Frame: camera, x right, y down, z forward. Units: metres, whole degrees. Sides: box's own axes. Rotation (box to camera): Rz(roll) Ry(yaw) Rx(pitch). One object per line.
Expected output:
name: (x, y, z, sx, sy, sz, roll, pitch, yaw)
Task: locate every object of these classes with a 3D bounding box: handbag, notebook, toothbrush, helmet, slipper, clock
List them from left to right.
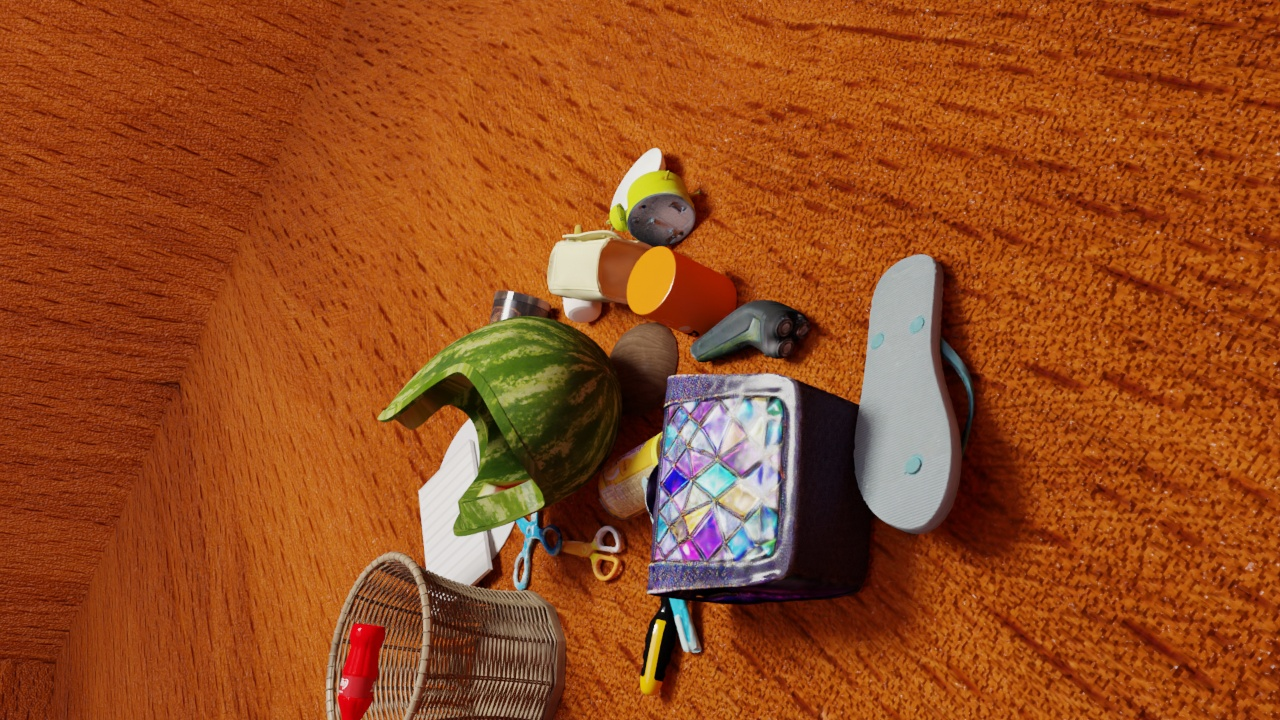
notebook: (-0.264, 0.235, 1.290, 0.143, 0.009, 0.209, -43, 45, 29)
helmet: (-0.135, 0.060, 1.035, 0.248, 0.213, 0.242, -23, 13, 29)
handbag: (-0.039, -0.110, 1.117, 0.119, 0.111, 0.081, 9, 92, 53)
clock: (0.013, -0.175, 1.106, 0.119, 0.083, 0.057, -38, 42, 30)
toothbrush: (0.030, 0.243, 0.942, 0.031, 0.031, 0.196, 8, 74, 20)
handbag: (0.089, 0.118, 0.843, 0.223, 0.125, 0.204, -11, 67, 46)
slipper: (0.233, 0.030, 0.782, 0.098, 0.054, 0.268, -30, 41, 43)

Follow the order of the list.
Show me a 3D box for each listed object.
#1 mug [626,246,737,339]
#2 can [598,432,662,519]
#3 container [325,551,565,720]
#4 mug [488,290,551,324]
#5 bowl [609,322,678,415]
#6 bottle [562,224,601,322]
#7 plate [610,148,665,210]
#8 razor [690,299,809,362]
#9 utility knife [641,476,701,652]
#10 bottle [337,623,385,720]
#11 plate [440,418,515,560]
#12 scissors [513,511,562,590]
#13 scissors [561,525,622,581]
mug: (0.038, -0.081, 1.021, 0.078, 0.095, 0.112, -59, 39, 13)
can: (0.009, 0.124, 0.988, 0.105, 0.067, 0.067, -33, 50, 38)
container: (-0.220, 0.350, 1.059, 0.228, 0.196, 0.226, -25, 56, 43)
mug: (-0.159, -0.031, 1.266, 0.116, 0.080, 0.107, 8, 80, 25)
bowl: (-0.007, 0.006, 1.090, 0.118, 0.030, 0.117, -25, 56, 43)
bottle: (-0.079, -0.121, 1.220, 0.051, 0.051, 0.146, -31, 51, 39)
plate: (0.003, -0.221, 1.174, 0.105, 0.026, 0.104, -44, 29, 32)
razor: (0.107, -0.021, 0.953, 0.152, 0.053, 0.067, -25, 65, 48)
utility knife: (0.028, 0.204, 0.925, 0.022, 0.015, 0.181, -26, 75, 46)
bottle: (-0.296, 0.339, 0.964, 0.036, 0.036, 0.119, -11, 66, 48)
plate: (-0.239, 0.181, 1.306, 0.243, 0.016, 0.242, -25, 56, 43)
scissors: (-0.132, 0.222, 1.156, 0.138, 0.011, 0.134, -18, 61, 51)
scissors: (-0.061, 0.220, 1.074, 0.128, 0.013, 0.064, -2, 76, 53)
